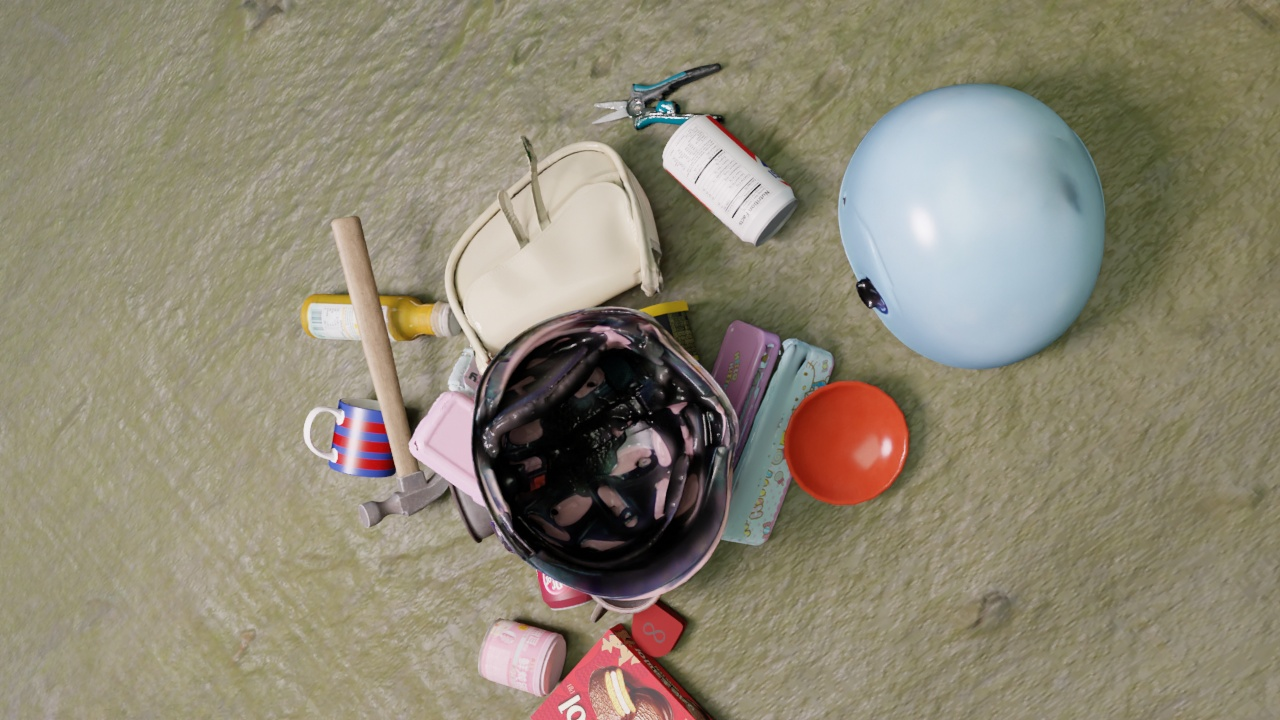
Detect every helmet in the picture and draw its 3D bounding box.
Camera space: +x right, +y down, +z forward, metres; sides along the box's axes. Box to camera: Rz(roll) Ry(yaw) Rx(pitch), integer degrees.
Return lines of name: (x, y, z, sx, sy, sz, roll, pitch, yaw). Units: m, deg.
helmet: (0.297, -0.116, 0.813, 0.225, 0.166, 0.265, -23, 93, 6)
helmet: (-0.041, 0.088, 0.830, 0.229, 0.153, 0.255, -37, 92, -19)

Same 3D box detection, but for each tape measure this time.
tape measure: (0.014, 0.284, 0.978, 0.059, 0.019, 0.051, 32, 102, 21)

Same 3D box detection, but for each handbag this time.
handbag: (-0.094, -0.108, 0.908, 0.229, 0.132, 0.184, -30, 62, 4)

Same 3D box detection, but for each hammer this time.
hammer: (-0.283, 0.009, 0.999, 0.031, 0.119, 0.331, -1, 104, 54)

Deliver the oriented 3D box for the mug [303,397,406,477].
mug: (-0.324, 0.086, 1.033, 0.075, 0.111, 0.076, 15, 96, 46)

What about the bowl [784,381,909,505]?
bowl: (0.197, 0.078, 0.897, 0.122, 0.035, 0.122, 0, 97, -3)

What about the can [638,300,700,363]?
can: (-0.006, 0.006, 0.943, 0.131, 0.072, 0.101, -16, 88, 29)

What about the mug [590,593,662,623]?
mug: (-0.010, 0.214, 0.940, 0.096, 0.110, 0.123, 38, 101, 18)

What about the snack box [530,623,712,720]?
snack box: (-0.017, 0.384, 0.970, 0.152, 0.035, 0.133, 43, 98, 16)

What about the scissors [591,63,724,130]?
scissors: (0.025, -0.273, 0.967, 0.150, 0.019, 0.121, 34, 101, 16)

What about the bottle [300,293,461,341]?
bottle: (-0.295, -0.049, 1.050, 0.186, 0.053, 0.053, 2, 91, 17)

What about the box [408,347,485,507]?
box: (-0.115, 0.085, 0.915, 0.201, 0.155, 0.059, 37, 142, -17)

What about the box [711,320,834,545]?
box: (0.115, 0.075, 0.937, 0.092, 0.090, 0.214, 16, 97, -27)

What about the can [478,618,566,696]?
can: (-0.127, 0.322, 0.997, 0.076, 0.067, 0.067, 11, 94, 17)

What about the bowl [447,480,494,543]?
bowl: (-0.162, 0.114, 0.977, 0.067, 0.145, 0.145, -18, 85, -4)

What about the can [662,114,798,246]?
can: (0.089, -0.181, 0.921, 0.132, 0.070, 0.070, 45, 102, 12)

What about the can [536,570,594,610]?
can: (-0.084, 0.204, 0.984, 0.063, 0.063, 0.114, -14, 87, 17)
